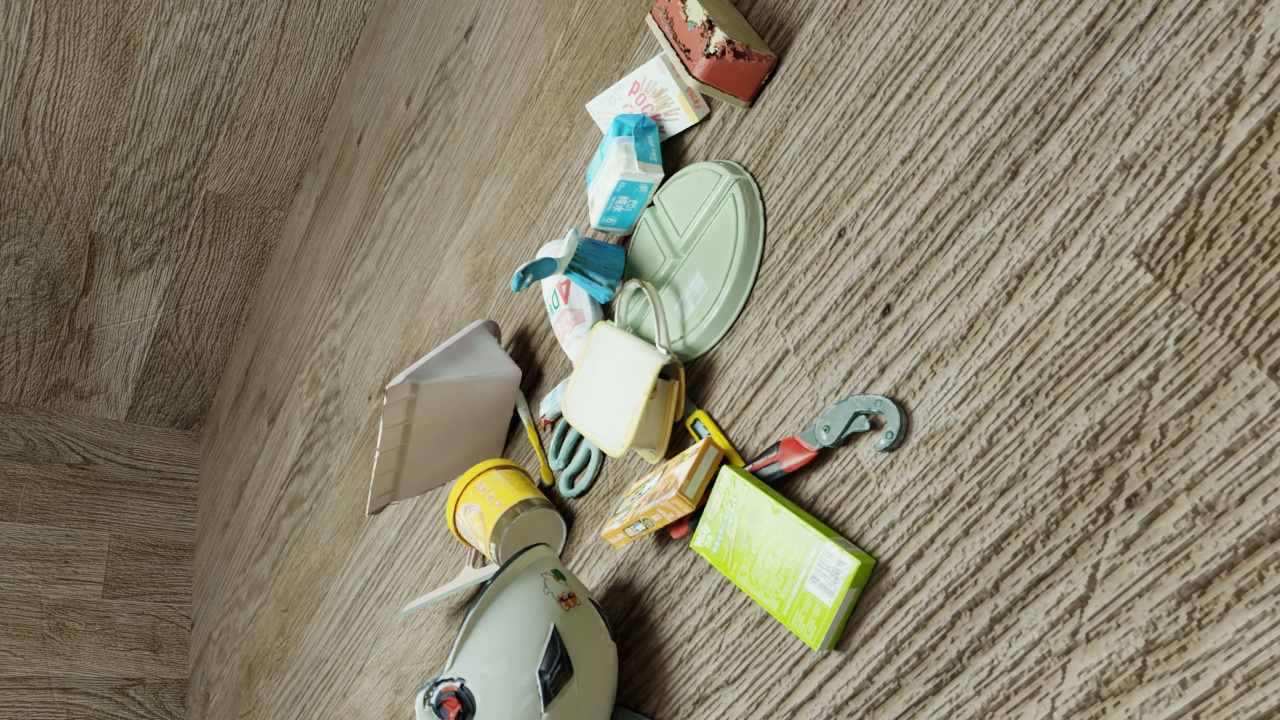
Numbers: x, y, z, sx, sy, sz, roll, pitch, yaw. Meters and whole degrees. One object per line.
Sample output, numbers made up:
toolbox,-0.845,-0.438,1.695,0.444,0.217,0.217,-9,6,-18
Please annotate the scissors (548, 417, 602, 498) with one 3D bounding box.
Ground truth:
scissors,-0.069,0.072,1.111,0.132,0.019,0.186,32,103,56

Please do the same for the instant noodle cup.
instant noodle cup,-0.157,0.194,1.112,0.114,0.118,0.118,28,101,48

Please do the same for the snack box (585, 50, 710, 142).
snack box,0.005,-0.298,1.085,0.026,0.085,0.157,-44,18,-31

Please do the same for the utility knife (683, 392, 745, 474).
utility knife,0.071,0.086,0.894,0.033,0.015,0.195,-59,36,18

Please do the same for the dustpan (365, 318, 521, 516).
dustpan,-0.273,0.058,1.236,0.139,0.272,0.223,43,127,32

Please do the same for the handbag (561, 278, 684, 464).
handbag,-0.006,0.006,0.979,0.163,0.063,0.179,31,105,56

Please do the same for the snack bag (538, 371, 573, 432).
snack bag,-0.101,0.049,1.157,0.104,0.026,0.048,-42,43,40

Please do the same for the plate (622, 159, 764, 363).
plate,0.048,-0.110,0.997,0.231,0.027,0.229,-27,57,50

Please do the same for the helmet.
helmet,-0.106,0.335,0.913,0.157,0.229,0.274,31,111,17

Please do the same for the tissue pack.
tissue pack,-0.018,-0.218,1.089,0.140,0.063,0.089,126,143,-55

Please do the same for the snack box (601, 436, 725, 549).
snack box,0.020,0.132,0.894,0.154,0.026,0.075,-41,12,52

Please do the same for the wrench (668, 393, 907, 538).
wrench,0.116,0.096,0.805,0.274,0.016,0.056,-34,52,39

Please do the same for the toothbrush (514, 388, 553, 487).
toothbrush,-0.145,0.099,1.216,0.018,0.016,0.191,-65,34,31

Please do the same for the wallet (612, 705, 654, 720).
wallet,-0.003,0.405,0.884,0.097,0.019,0.120,-2,75,54

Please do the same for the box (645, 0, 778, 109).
box,0.077,-0.355,0.988,0.080,0.091,0.168,-56,38,31

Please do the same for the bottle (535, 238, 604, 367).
bottle,-0.081,-0.061,1.137,0.068,0.068,0.196,-47,46,36

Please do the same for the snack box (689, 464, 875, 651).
snack box,0.113,0.160,0.765,0.156,0.026,0.086,33,107,43

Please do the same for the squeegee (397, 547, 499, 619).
squeegee,-0.238,0.214,1.288,0.248,0.040,0.249,-29,48,31

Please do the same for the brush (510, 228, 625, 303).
brush,-0.073,-0.096,0.987,0.061,0.109,0.314,-59,10,16
